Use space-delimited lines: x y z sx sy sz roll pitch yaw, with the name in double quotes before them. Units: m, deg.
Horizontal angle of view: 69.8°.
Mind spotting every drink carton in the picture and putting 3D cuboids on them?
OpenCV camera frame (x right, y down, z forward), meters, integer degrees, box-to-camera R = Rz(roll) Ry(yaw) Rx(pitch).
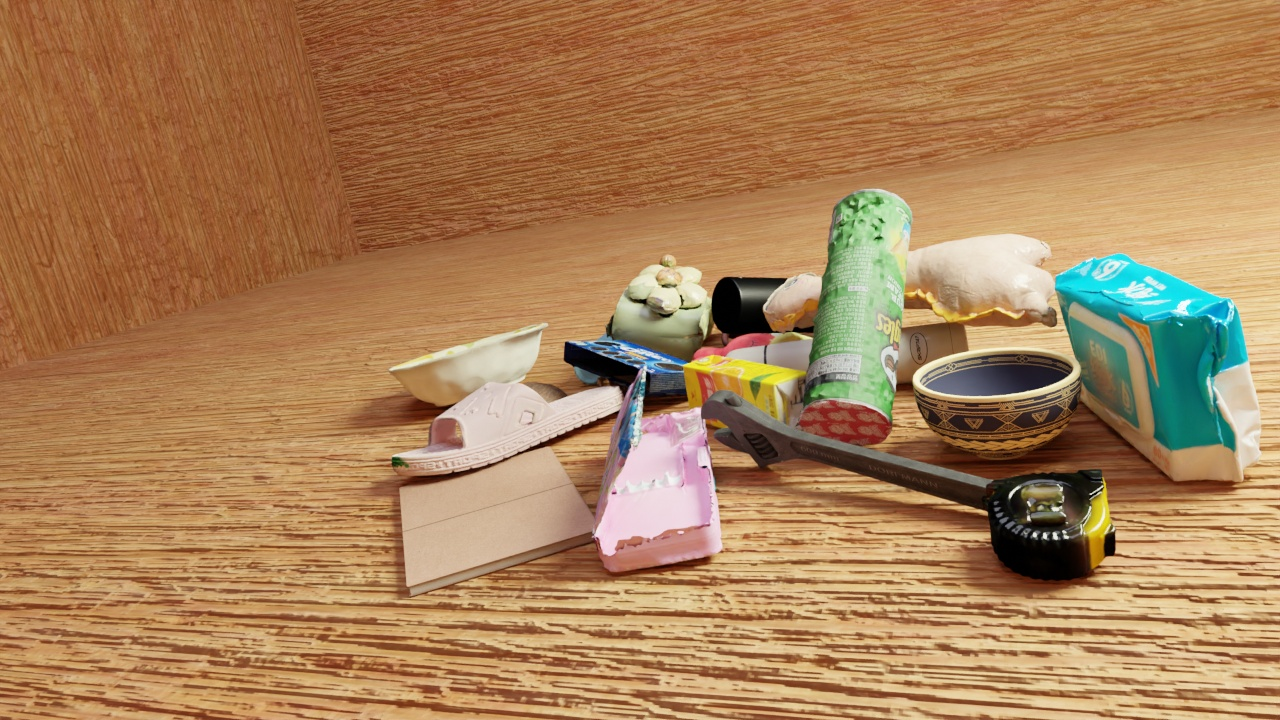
"drink carton" 0.094 0.032 0.815 0.042 0.058 0.135 -17 15 -29

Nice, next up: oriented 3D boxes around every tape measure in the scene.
"tape measure" 0.227 0.090 0.514 0.067 0.038 0.062 -4 31 21

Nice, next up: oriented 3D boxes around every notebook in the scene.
"notebook" -0.121 0.121 0.743 0.141 0.008 0.209 -15 15 -13

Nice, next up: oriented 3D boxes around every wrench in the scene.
"wrench" 0.147 0.068 0.648 0.274 0.073 0.018 13 50 45

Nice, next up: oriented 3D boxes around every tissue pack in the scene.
"tissue pack" 0.352 -0.001 0.631 0.066 0.117 0.209 -15 14 9

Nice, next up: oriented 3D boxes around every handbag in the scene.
"handbag" 0.033 -0.067 1.107 0.113 0.117 0.186 10 15 10

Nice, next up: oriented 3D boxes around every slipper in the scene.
"slipper" -0.124 0.050 0.884 0.238 0.064 0.094 -18 7 -31

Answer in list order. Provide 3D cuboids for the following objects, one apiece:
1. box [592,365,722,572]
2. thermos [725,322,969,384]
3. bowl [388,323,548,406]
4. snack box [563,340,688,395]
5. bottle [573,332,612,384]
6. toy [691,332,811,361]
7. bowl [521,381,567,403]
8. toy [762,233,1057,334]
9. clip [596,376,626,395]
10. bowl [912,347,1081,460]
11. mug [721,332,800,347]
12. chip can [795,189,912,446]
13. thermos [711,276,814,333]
"box" 0.008 0.062 0.693 0.085 0.097 0.230 -10 15 5
"thermos" 0.190 0.002 0.866 0.224 0.052 0.052 -7 15 16
"bowl" -0.198 0.010 1.086 0.220 0.060 0.188 -12 7 32
"snack box" -0.006 0.006 0.968 0.082 0.027 0.150 -3 16 -40
"bottle" -0.041 -0.009 1.109 0.040 0.040 0.129 -6 15 19
"toy" 0.116 -0.004 0.961 0.135 0.045 0.091 -7 11 26
"bowl" -0.137 0.043 1.014 0.114 0.026 0.102 -17 16 -21
"toy" 0.234 -0.057 0.831 0.265 0.065 0.195 -11 23 22
"clip" -0.027 0.024 1.006 0.043 0.025 0.061 -11 11 -1
"bowl" 0.259 0.036 0.666 0.112 0.061 0.112 -11 15 3
"mug" 0.132 -0.048 1.086 0.083 0.073 0.105 8 50 51
"chip can" 0.182 -0.040 0.764 0.076 0.075 0.222 -3 54 29
"thermos" 0.193 -0.061 1.028 0.231 0.061 0.061 -1 9 -26
